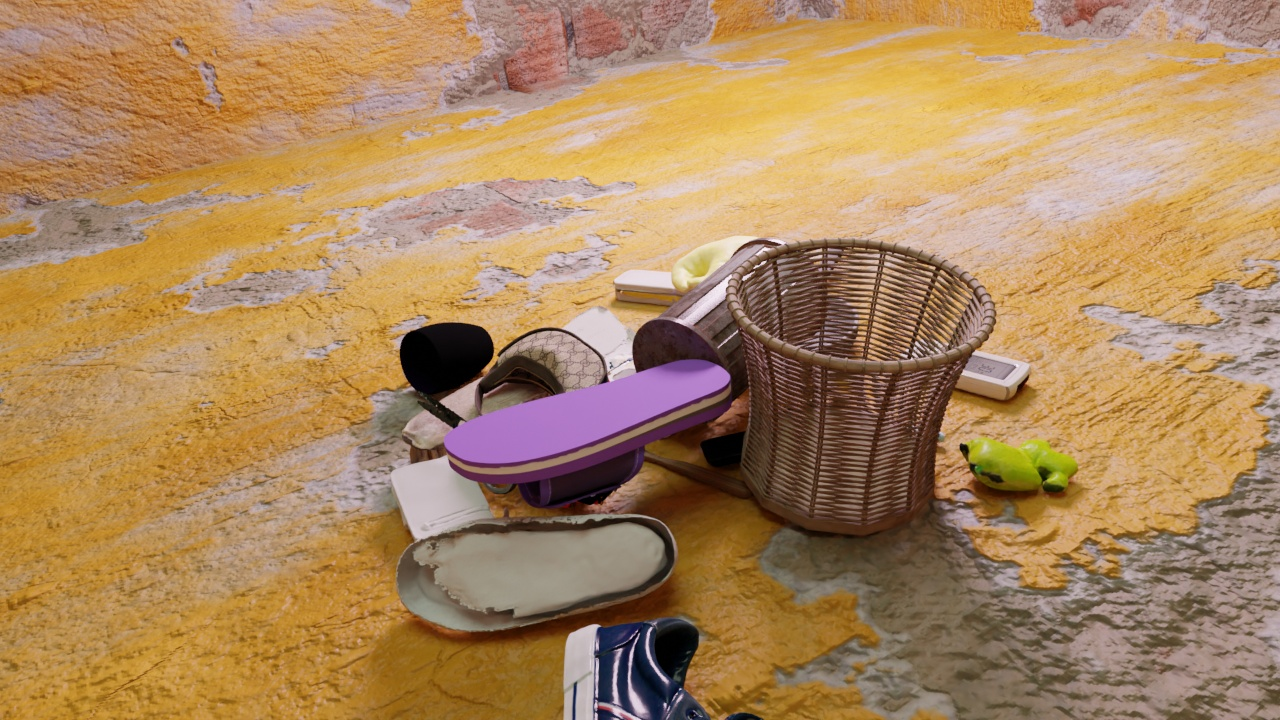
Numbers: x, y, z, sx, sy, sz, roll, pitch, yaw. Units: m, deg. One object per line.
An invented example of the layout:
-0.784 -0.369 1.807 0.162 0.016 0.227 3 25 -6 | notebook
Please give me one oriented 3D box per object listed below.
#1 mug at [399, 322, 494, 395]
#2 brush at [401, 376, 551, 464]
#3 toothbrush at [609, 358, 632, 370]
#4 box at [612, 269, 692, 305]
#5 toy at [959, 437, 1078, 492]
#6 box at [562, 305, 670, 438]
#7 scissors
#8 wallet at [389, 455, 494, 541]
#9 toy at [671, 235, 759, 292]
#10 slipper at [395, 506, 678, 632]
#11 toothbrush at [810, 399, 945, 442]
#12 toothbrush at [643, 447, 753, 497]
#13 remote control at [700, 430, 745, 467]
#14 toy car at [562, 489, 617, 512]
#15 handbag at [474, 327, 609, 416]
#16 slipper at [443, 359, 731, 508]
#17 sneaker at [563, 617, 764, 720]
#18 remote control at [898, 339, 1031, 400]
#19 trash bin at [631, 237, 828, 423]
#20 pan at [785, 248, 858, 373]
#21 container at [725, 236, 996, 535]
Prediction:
-0.252 -0.003 1.178 0.119 0.085 0.100 -24 -2 42 | mug
-0.151 0.049 1.059 0.270 0.057 0.083 -30 37 -35 | brush
-0.068 0.006 1.164 0.167 0.016 0.014 -3 25 8 | toothbrush
0.060 -0.101 1.318 0.210 0.033 0.064 9 31 27 | box
0.354 0.097 0.864 0.093 0.036 0.094 -17 35 -27 | toy
-0.007 0.015 1.068 0.190 0.083 0.110 31 43 27 | box
-0.180 0.083 0.949 0.170 0.131 0.012 -6 -7 31 | scissors
-0.199 0.144 0.921 0.086 0.032 0.116 -14 37 -18 | wallet
0.128 -0.127 1.240 0.171 0.065 0.154 0 30 26 | toy
-0.090 0.176 0.793 0.247 0.075 0.112 -8 59 4 | slipper
0.244 0.066 0.970 0.155 0.016 0.022 12 66 33 | toothbrush
0.045 0.109 0.942 0.167 0.016 0.016 16 35 37 | toothbrush
0.139 0.085 0.959 0.152 0.020 0.041 -11 27 -8 | remote control
-0.069 0.120 0.914 0.100 0.049 0.051 12 34 33 | toy car
-0.104 0.035 0.980 0.138 0.063 0.166 -35 43 -19 | handbag
-0.037 0.081 0.837 0.266 0.084 0.107 -17 27 -22 | slipper
0.023 0.265 0.564 0.127 0.121 0.294 -19 24 6 | sneaker
0.363 0.009 1.035 0.139 0.025 0.060 18 38 40 | remote control
0.103 -0.038 0.990 0.131 0.131 0.210 15 39 37 | trash bin
0.218 -0.075 1.212 0.179 0.041 0.356 6 31 24 | pan
0.189 0.023 0.846 0.227 0.196 0.226 -1 33 0 | container
